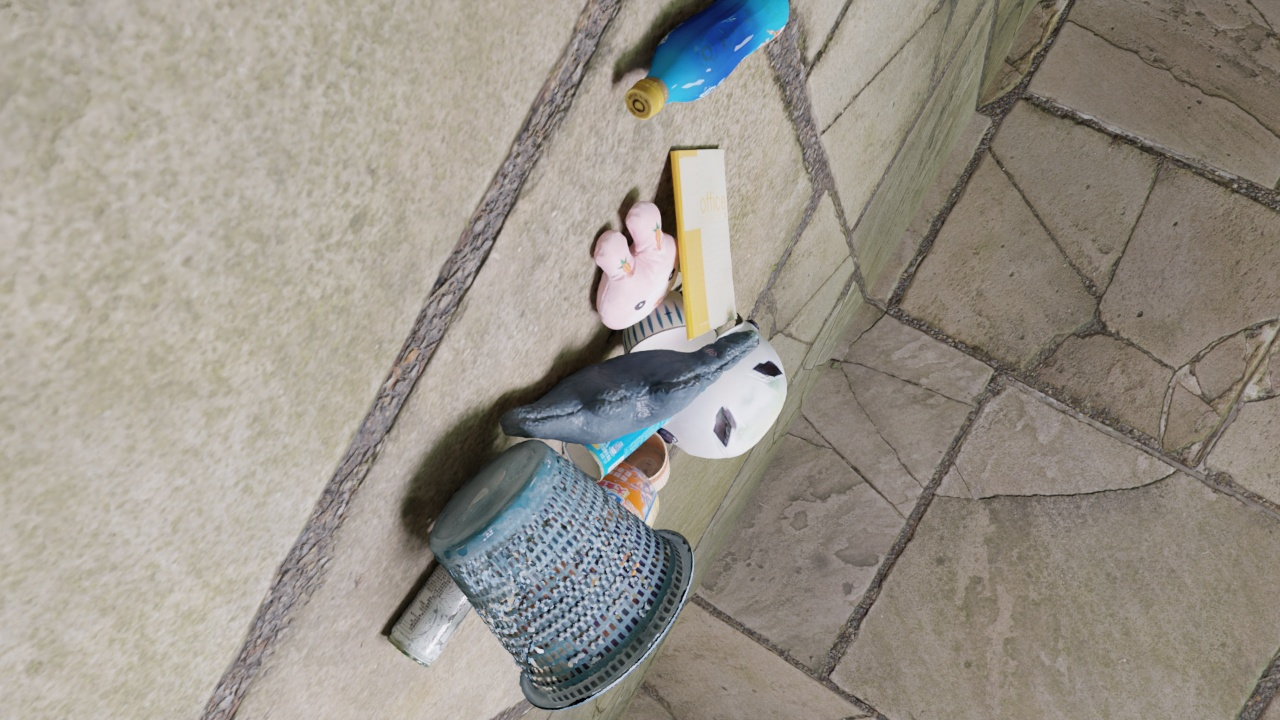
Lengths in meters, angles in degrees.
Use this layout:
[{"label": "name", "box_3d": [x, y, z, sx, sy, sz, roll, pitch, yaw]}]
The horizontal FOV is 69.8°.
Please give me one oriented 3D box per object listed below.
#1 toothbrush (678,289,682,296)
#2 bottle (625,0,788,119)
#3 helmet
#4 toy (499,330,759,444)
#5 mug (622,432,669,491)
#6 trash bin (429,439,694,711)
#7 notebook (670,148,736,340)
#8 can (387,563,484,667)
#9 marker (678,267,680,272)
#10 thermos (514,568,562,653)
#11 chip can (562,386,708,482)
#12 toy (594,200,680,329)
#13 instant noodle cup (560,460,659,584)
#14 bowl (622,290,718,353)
[{"label": "toothbrush", "box_3d": [0.049, -0.074, 1.226, 0.212, 0.026, 0.027, -48, 120, -33]}, {"label": "bottle", "box_3d": [0.059, -0.284, 0.837, 0.218, 0.065, 0.065, -47, 159, -34]}, {"label": "helmet", "box_3d": [0.137, 0.060, 1.396, 0.229, 0.146, 0.259, -52, 172, -9]}, {"label": "toy", "box_3d": [-0.016, 0.036, 1.044, 0.355, 0.091, 0.138, -19, 171, -32]}, {"label": "mug", "box_3d": [-0.011, 0.162, 1.381, 0.114, 0.081, 0.106, -30, 160, -5]}, {"label": "trash bin", "box_3d": [-0.092, 0.194, 0.916, 0.227, 0.195, 0.226, -36, -162, 13]}, {"label": "notebook", "box_3d": [0.074, -0.137, 1.051, 0.145, 0.010, 0.206, -25, 113, -61]}, {"label": "can", "box_3d": [-0.207, 0.253, 0.993, 0.146, 0.058, 0.058, -55, 163, -15]}, {"label": "marker", "box_3d": [0.057, -0.162, 1.099, 0.018, 0.015, 0.124, -45, 148, -53]}, {"label": "thermos", "box_3d": [-0.132, 0.340, 1.342, 0.070, 0.070, 0.221, -36, 152, -52]}, {"label": "chip can", "box_3d": [-0.003, 0.067, 1.193, 0.209, 0.071, 0.071, -38, 155, -30]}, {"label": "toy", "box_3d": [-0.006, -0.099, 0.989, 0.121, 0.054, 0.159, -46, 154, -13]}, {"label": "instant noodle cup", "box_3d": [-0.050, 0.211, 1.238, 0.111, 0.151, 0.152, -51, 163, -52]}, {"label": "bowl", "box_3d": [0.031, -0.043, 1.122, 0.116, 0.066, 0.117, -14, 158, -6]}]
